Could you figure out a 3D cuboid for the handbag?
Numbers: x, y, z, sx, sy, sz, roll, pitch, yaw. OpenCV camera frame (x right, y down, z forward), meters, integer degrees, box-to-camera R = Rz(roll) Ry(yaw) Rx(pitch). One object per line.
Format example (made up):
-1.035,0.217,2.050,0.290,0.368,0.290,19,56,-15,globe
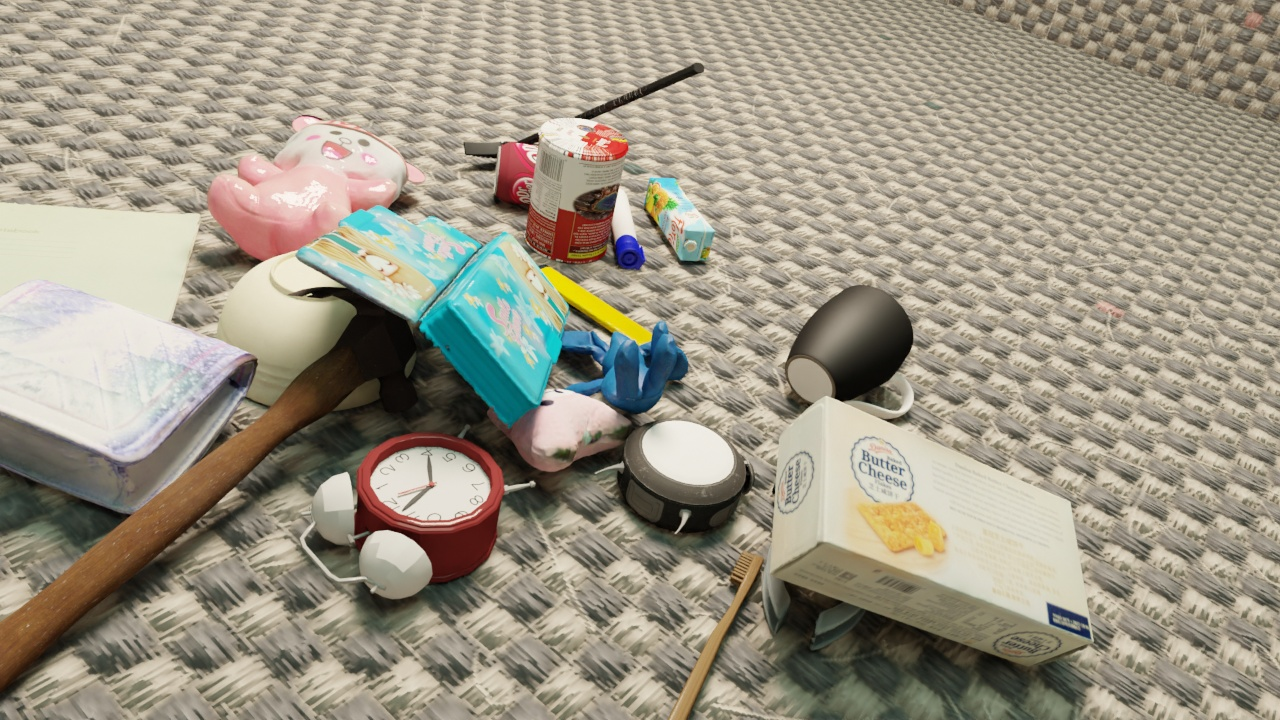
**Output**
-0.350,0.018,0.589,0.158,0.069,0.126,20,41,4,handbag

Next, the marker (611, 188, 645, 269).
-0.017,-0.140,0.969,0.027,0.023,0.133,24,30,-24,marker

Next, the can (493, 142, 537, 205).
-0.097,-0.195,0.981,0.114,0.063,0.063,6,36,-12,can

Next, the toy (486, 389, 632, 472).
-0.067,0.047,0.669,0.096,0.053,0.098,20,20,31,toy

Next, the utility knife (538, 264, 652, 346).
-0.040,-0.045,0.835,0.163,0.017,0.030,32,44,25,utility knife

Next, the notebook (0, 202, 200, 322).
-0.457,-0.056,0.710,0.181,0.010,0.252,2,37,-17,notebook

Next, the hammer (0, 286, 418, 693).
-0.251,0.062,0.557,0.033,0.115,0.321,7,38,30,hammer

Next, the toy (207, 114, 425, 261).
-0.293,-0.162,0.851,0.142,0.084,0.212,15,37,-2,toy

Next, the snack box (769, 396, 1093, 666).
0.186,0.112,0.589,0.207,0.058,0.104,23,51,-17,snack box

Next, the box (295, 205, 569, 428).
-0.133,-0.059,0.685,0.185,0.056,0.226,41,16,-12,box

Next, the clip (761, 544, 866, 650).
0.146,0.127,0.622,0.108,0.028,0.162,18,47,14,clip

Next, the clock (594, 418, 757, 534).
0.034,0.077,0.666,0.091,0.044,0.122,33,39,25,clock

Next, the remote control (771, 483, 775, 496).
0.165,0.128,0.662,0.150,0.022,0.047,34,41,29,remote control

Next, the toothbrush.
0.044,0.172,0.563,0.016,0.016,0.166,24,36,13,toothbrush

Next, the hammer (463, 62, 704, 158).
-0.060,-0.248,0.928,0.094,0.015,0.326,-7,1,-41,hammer

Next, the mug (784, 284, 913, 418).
0.186,0.006,0.799,0.100,0.085,0.119,-36,88,-33,mug

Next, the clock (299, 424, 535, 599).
-0.142,0.095,0.576,0.096,0.048,0.137,36,39,28,clock

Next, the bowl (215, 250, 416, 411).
-0.246,-0.036,0.700,0.150,0.075,0.150,9,36,-7,bowl

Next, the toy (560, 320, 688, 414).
-0.004,0.004,0.717,0.112,0.071,0.176,-2,6,-12,toy

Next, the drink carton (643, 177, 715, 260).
0.041,-0.154,0.988,0.038,0.044,0.128,-2,37,-22,drink carton

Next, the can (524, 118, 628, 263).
-0.065,-0.168,0.908,0.086,0.117,0.086,9,35,-7,can
